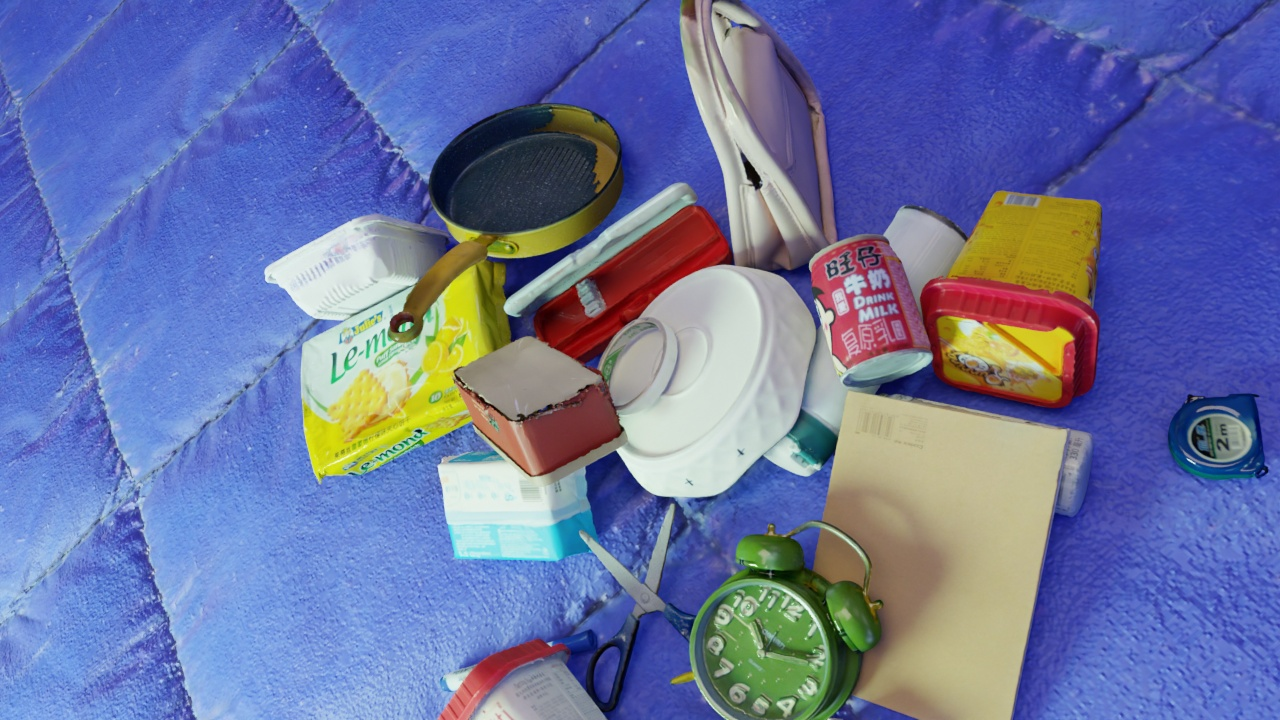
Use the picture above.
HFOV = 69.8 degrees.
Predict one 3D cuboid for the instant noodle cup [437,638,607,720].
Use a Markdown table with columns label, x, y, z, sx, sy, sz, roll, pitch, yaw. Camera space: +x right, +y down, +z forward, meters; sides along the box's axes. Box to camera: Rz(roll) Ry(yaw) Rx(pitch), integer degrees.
| label | x | y | z | sx | sy | sz | roll | pitch | yaw |
| --- | --- | --- | --- | --- | --- | --- | --- | --- | --- |
| instant noodle cup | -0.076 | 0.287 | 0.669 | 0.124 | 0.116 | 0.116 | 38 | 102 | 24 |

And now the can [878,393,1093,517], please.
| label | x | y | z | sx | sy | sz | roll | pitch | yaw |
| --- | --- | --- | --- | --- | --- | --- | --- | --- | --- |
| can | 0.236 | 0.064 | 0.648 | 0.147 | 0.058 | 0.058 | 13 | 73 | 32 |

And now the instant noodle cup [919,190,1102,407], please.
| label | x | y | z | sx | sy | sz | roll | pitch | yaw |
| --- | --- | --- | --- | --- | --- | --- | --- | --- | --- |
| instant noodle cup | 0.275 | -0.049 | 0.659 | 0.116 | 0.116 | 0.123 | 13 | 61 | 31 |

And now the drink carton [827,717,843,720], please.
| label | x | y | z | sx | sy | sz | roll | pitch | yaw |
| --- | --- | --- | --- | --- | --- | --- | --- | --- | --- |
| drink carton | 0.114 | 0.302 | 0.604 | 0.053 | 0.045 | 0.122 | 34 | 85 | 34 |

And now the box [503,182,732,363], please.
| label | x | y | z | sx | sy | sz | roll | pitch | yaw |
| --- | --- | --- | --- | --- | --- | --- | --- | --- | --- |
| box | -0.027 | -0.085 | 0.835 | 0.201 | 0.098 | 0.095 | -34 | 55 | 10 |

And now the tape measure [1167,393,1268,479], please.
| label | x | y | z | sx | sy | sz | roll | pitch | yaw |
| --- | --- | --- | --- | --- | --- | --- | --- | --- | --- |
| tape measure | 0.377 | 0.051 | 0.602 | 0.055 | 0.025 | 0.058 | -5 | 60 | 27 |

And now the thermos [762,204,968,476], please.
| label | x | y | z | sx | sy | sz | roll | pitch | yaw |
| --- | --- | --- | --- | --- | --- | --- | --- | --- | --- |
| thermos | 0.168 | -0.013 | 0.718 | 0.073 | 0.073 | 0.224 | 32 | 84 | 35 |

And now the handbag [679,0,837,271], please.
| label | x | y | z | sx | sy | sz | roll | pitch | yaw |
| --- | --- | --- | --- | --- | --- | --- | --- | --- | --- |
| handbag | 0.087 | -0.200 | 0.746 | 0.093 | 0.234 | 0.193 | -12 | 61 | 20 |

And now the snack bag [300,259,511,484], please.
| label | x | y | z | sx | sy | sz | roll | pitch | yaw |
| --- | --- | --- | --- | --- | --- | --- | --- | --- | --- |
| snack bag | -0.228 | 0.014 | 0.909 | 0.247 | 0.068 | 0.157 | -24 | 59 | 14 |

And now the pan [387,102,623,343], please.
| label | x | y | z | sx | sy | sz | roll | pitch | yaw |
| --- | --- | --- | --- | --- | --- | --- | --- | --- | --- |
| pan | -0.140 | -0.134 | 0.868 | 0.198 | 0.078 | 0.356 | 8 | 54 | 19 |

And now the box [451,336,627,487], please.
| label | x | y | z | sx | sy | sz | roll | pitch | yaw |
| --- | --- | --- | --- | --- | --- | --- | --- | --- | --- |
| box | -0.088 | 0.028 | 0.749 | 0.091 | 0.077 | 0.168 | -27 | 24 | -20 |

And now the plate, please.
| label | x | y | z | sx | sy | sz | roll | pitch | yaw |
| --- | --- | --- | --- | --- | --- | --- | --- | --- | --- |
| plate | 0.045 | 0.010 | 0.741 | 0.205 | 0.045 | 0.204 | -30 | 44 | 34 |

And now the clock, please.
| label | x | y | z | sx | sy | sz | roll | pitch | yaw |
| --- | --- | --- | --- | --- | --- | --- | --- | --- | --- |
| clock | 0.099 | 0.186 | 0.635 | 0.116 | 0.056 | 0.161 | 33 | 97 | 26 |

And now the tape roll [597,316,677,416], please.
| label | x | y | z | sx | sy | sz | roll | pitch | yaw |
| --- | --- | --- | --- | --- | --- | --- | --- | --- | --- |
| tape roll | -0.004 | 0.004 | 0.755 | 0.086 | 0.014 | 0.085 | -31 | 43 | 35 |

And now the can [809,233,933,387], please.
| label | x | y | z | sx | sy | sz | roll | pitch | yaw |
| --- | --- | --- | --- | --- | --- | --- | --- | --- | --- |
| can | 0.161 | -0.035 | 0.652 | 0.067 | 0.066 | 0.093 | -19 | 70 | 18 |

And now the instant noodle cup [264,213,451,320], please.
| label | x | y | z | sx | sy | sz | roll | pitch | yaw |
| --- | --- | --- | --- | --- | --- | --- | --- | --- | --- |
| instant noodle cup | -0.275 | -0.086 | 0.935 | 0.138 | 0.173 | 0.060 | -25 | 82 | 15 |

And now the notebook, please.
| label | x | y | z | sx | sy | sz | roll | pitch | yaw |
| --- | --- | --- | --- | --- | --- | --- | --- | --- | --- |
| notebook | 0.192 | 0.135 | 0.626 | 0.150 | 0.012 | 0.211 | 11 | 91 | 32 |

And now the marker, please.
| label | x | y | z | sx | sy | sz | roll | pitch | yaw |
| --- | --- | --- | --- | --- | --- | --- | --- | --- | --- |
| marker | -0.103 | 0.250 | 0.760 | 0.146 | 0.017 | 0.016 | -22 | 58 | 17 |

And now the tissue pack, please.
| label | x | y | z | sx | sy | sz | roll | pitch | yaw |
| --- | --- | --- | --- | --- | --- | --- | --- | --- | --- |
| tissue pack | -0.105 | 0.121 | 0.783 | 0.140 | 0.063 | 0.090 | -6 | 97 | 26 |

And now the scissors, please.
| label | x | y | z | sx | sy | sz | roll | pitch | yaw |
| --- | --- | --- | --- | --- | --- | --- | --- | --- | --- |
| scissors | 0.005 | 0.198 | 0.713 | 0.174 | 0.012 | 0.162 | 38 | 95 | 22 |
